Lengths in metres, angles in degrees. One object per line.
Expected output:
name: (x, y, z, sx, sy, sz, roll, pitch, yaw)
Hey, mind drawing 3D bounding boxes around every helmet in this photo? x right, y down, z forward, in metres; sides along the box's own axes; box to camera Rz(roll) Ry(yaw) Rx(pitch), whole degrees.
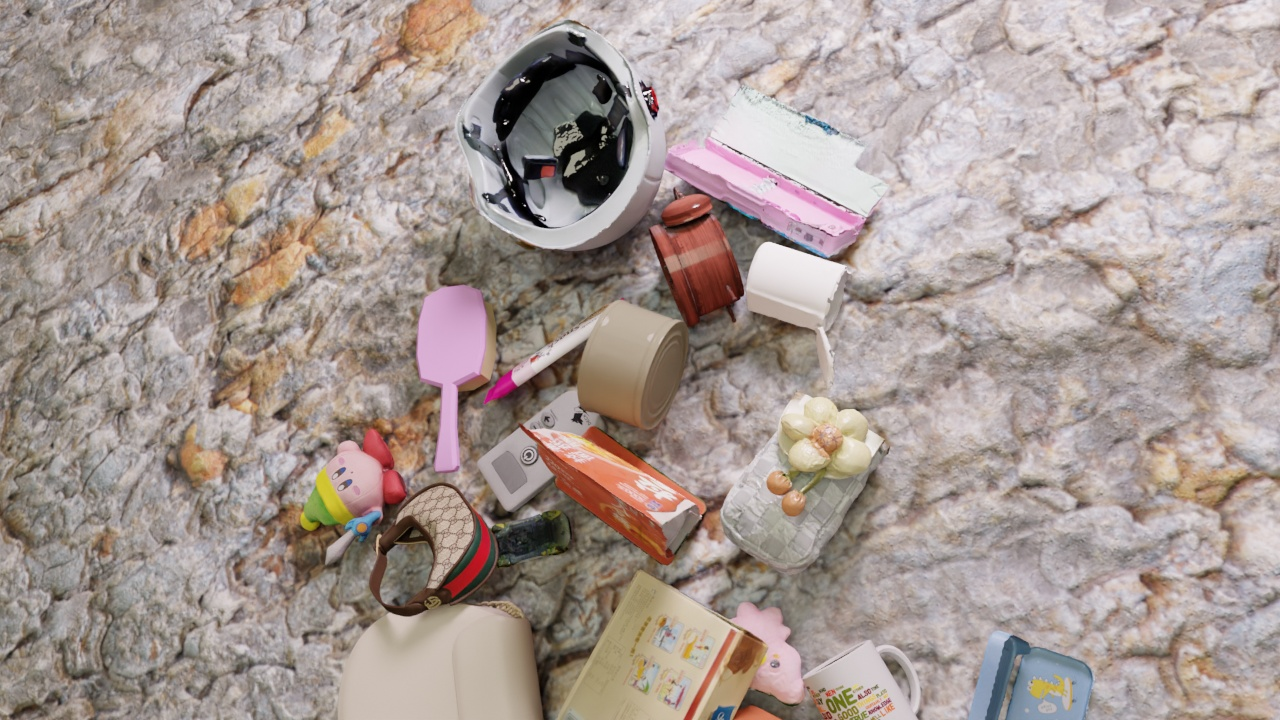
helmet: (-0.071, -0.238, 1.064, 0.237, 0.163, 0.264, -38, 68, 18)

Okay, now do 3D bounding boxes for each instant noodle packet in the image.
instant noodle packet: (-0.032, 0.125, 0.901, 0.164, 0.221, 0.084, 34, 86, 16)

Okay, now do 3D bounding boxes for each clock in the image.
clock: (0.058, -0.118, 1.014, 0.072, 0.120, 0.157, -21, 76, 1)

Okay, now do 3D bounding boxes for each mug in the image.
mug: (0.218, 0.314, 0.859, 0.105, 0.074, 0.089, -20, 70, -27)

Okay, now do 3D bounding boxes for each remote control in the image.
remote control: (-0.111, 0.100, 1.049, 0.151, 0.019, 0.074, -38, 67, 2)

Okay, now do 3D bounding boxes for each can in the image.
can: (-0.006, 0.006, 0.989, 0.073, 0.128, 0.127, 19, 79, 19)

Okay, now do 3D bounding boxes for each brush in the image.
brush: (-0.220, 0.024, 1.092, 0.089, 0.043, 0.228, -6, 72, 15)

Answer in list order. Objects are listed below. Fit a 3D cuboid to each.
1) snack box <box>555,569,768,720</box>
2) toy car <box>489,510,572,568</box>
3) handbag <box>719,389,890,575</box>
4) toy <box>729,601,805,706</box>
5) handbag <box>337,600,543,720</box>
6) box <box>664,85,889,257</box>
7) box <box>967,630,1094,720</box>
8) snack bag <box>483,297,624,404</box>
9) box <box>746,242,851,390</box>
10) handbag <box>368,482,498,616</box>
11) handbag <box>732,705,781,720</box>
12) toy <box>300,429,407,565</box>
snack box: (0.011, 0.327, 0.887, 0.153, 0.055, 0.207, 18, 75, 49)
toy car: (-0.123, 0.199, 1.014, 0.105, 0.033, 0.048, -17, 67, 15)
handbag: (0.157, 0.121, 0.907, 0.112, 0.123, 0.171, 32, 79, 17)
toy: (0.116, 0.289, 0.906, 0.102, 0.050, 0.093, 6, 77, 17)
handbag: (-0.209, 0.359, 0.953, 0.209, 0.103, 0.210, -13, 71, 8)
box: (0.159, -0.212, 1.050, 0.230, 0.066, 0.158, 34, 65, 23)
box: (0.331, 0.357, 0.826, 0.120, 0.049, 0.209, 23, 79, -14)
snack bag: (-0.099, -0.013, 1.060, 0.196, 0.070, 0.016, -34, 103, 4)
box: (0.167, -0.048, 0.975, 0.137, 0.083, 0.143, 18, 62, 19)
handbag: (-0.234, 0.207, 0.997, 0.138, 0.063, 0.166, -36, 36, -12)
handbag: (0.143, 0.402, 0.820, 0.172, 0.060, 0.109, 14, 98, 42)
toy: (-0.341, 0.164, 1.077, 0.131, 0.097, 0.124, -28, 73, -13)
